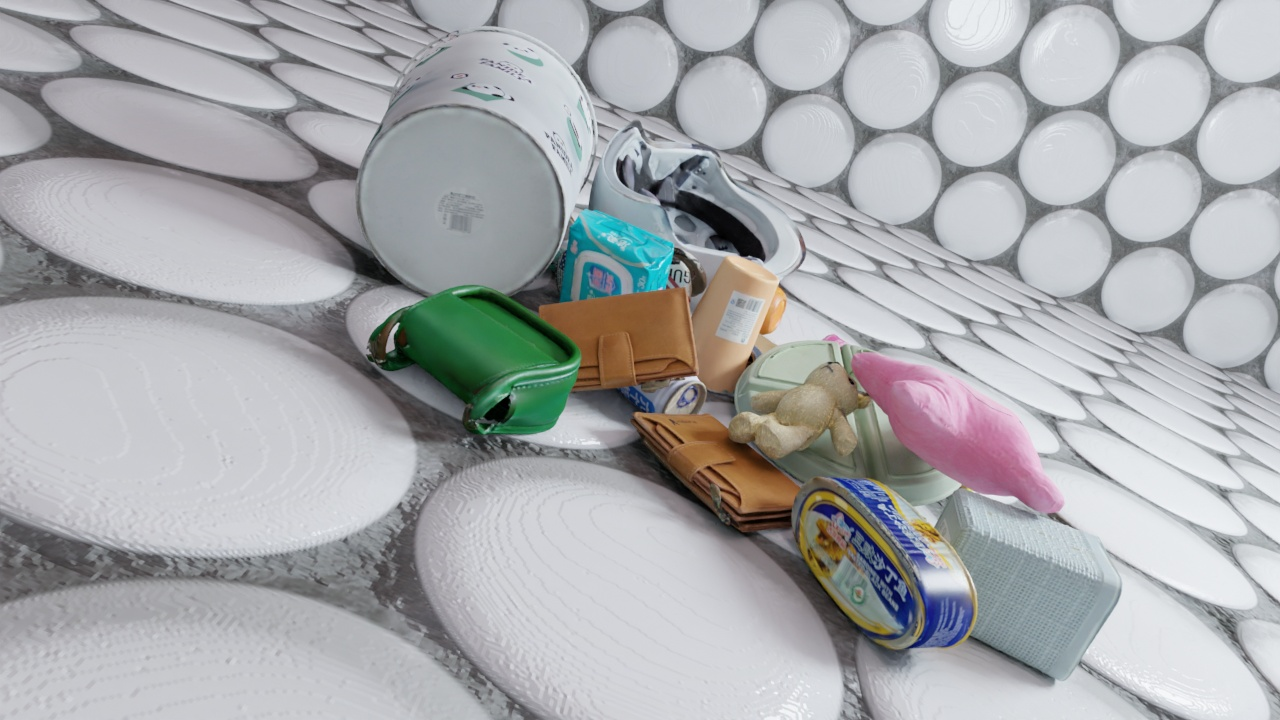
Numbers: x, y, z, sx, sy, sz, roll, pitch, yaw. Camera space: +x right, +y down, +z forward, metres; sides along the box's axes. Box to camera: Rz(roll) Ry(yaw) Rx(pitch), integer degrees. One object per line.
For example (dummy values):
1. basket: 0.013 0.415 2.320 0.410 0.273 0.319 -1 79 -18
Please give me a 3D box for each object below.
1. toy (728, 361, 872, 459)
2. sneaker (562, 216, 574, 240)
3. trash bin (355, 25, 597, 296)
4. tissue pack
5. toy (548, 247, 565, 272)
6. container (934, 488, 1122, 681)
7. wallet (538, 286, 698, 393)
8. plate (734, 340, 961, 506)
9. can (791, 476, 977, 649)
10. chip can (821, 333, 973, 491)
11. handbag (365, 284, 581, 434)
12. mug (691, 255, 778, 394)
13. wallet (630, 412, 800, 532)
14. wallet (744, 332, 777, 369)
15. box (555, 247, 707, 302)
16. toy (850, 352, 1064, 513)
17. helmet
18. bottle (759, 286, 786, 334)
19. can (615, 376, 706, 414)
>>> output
1. toy: 0.133 0.043 0.773 0.105 0.066 0.156 18 25 36
2. sneaker: -0.174 -0.208 1.113 0.241 0.088 0.118 35 20 -44
3. trash bin: -0.158 -0.190 0.899 0.229 0.230 0.251 20 25 -12
4. tissue pack: -0.026 -0.071 0.869 0.093 0.134 0.050 26 45 16
5. toy: -0.069 -0.104 1.050 0.092 0.030 0.096 26 12 -8
6. container: 0.272 0.159 0.679 0.111 0.090 0.089 23 19 7
7. wallet: -0.021 -0.016 0.769 0.132 0.031 0.107 -7 44 3
8. plate: 0.203 0.049 0.868 0.230 0.028 0.229 7 36 -6
9. can: 0.163 0.136 0.633 0.049 0.075 0.148 8 26 -29
10. chip can: 0.271 0.052 0.968 0.210 0.071 0.071 35 23 29
11. handbag: -0.120 0.003 0.677 0.131 0.068 0.120 35 30 25
12. mug: 0.085 -0.038 0.912 0.078 0.123 0.078 21 21 -9
13. wallet: 0.060 0.085 0.716 0.119 0.035 0.131 10 23 -49
14. wallet: 0.115 -0.016 1.013 0.090 0.033 0.115 38 18 27
15. box: -0.019 -0.081 0.927 0.164 0.075 0.082 11 49 32
16. toy: 0.259 0.053 0.769 0.194 0.075 0.178 37 10 9
17. helmet: 0.048 -0.138 1.058 0.258 0.146 0.228 15 40 -32
18. bottle: 0.106 -0.084 1.150 0.149 0.067 0.066 24 19 21
19. can: -0.005 0.005 0.806 0.053 0.053 0.134 0 31 -48
